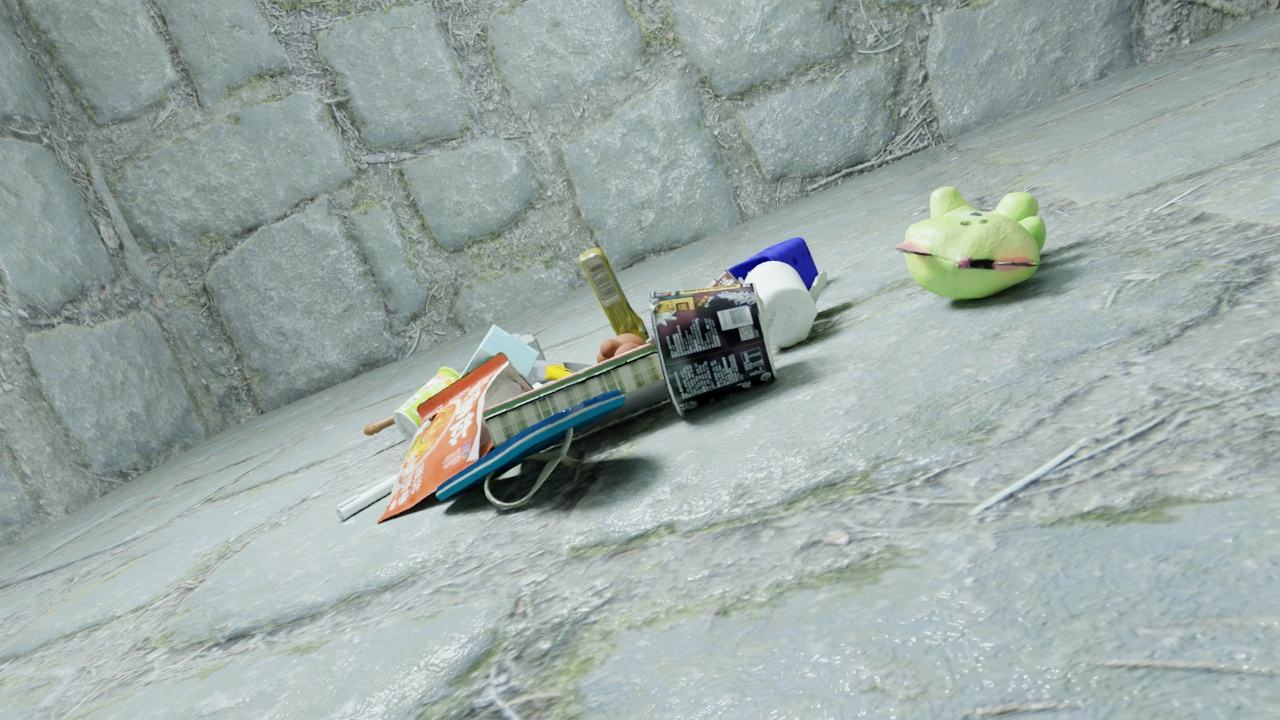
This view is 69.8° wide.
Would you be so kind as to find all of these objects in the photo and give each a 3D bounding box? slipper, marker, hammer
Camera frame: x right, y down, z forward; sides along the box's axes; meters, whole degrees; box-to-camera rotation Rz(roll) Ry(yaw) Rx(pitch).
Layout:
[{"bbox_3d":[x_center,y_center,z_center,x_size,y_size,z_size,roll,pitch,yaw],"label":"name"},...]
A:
[{"bbox_3d":[-0.105,0.102,0.921,0.118,0.060,0.296,-25,-4,-47],"label":"slipper"},{"bbox_3d":[-0.334,0.166,1.190,0.017,0.020,0.133,1,24,44],"label":"marker"},{"bbox_3d":[-0.323,0.055,1.572,0.317,0.083,0.163,-26,10,-16],"label":"hammer"},{"bbox_3d":[-0.077,0.029,1.234,0.127,0.029,0.324,1,6,-26],"label":"hammer"}]

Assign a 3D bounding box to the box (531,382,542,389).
[{"bbox_3d":[-0.146,0.065,1.261,0.064,0.037,0.210,-28,12,-12],"label":"box"}]

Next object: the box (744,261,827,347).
[{"bbox_3d":[0.186,-0.072,1.123,0.126,0.085,0.155,11,26,-9],"label":"box"}]

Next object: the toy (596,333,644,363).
[{"bbox_3d":[-0.007,0.007,1.205,0.095,0.065,0.127,16,12,-24],"label":"toy"}]

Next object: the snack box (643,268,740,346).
[{"bbox_3d":[0.075,-0.051,1.175,0.141,0.031,0.051,-42,-27,11],"label":"snack box"}]

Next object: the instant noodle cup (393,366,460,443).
[{"bbox_3d":[-0.324,0.079,1.441,0.107,0.099,0.099,-39,17,-34],"label":"instant noodle cup"}]

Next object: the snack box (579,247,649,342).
[{"bbox_3d":[-0.036,-0.090,1.419,0.045,0.181,0.121,-27,9,3],"label":"snack box"}]

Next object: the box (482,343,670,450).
[{"bbox_3d":[-0.064,0.046,1.019,0.205,0.051,0.117,-23,-16,5],"label":"box"}]

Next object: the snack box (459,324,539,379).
[{"bbox_3d":[-0.209,0.030,1.269,0.175,0.075,0.053,-48,13,48],"label":"snack box"}]

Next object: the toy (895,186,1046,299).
[{"bbox_3d":[0.348,-0.117,0.967,0.150,0.107,0.196,10,35,28],"label":"toy"}]

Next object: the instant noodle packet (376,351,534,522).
[{"bbox_3d":[-0.228,0.105,1.128,0.165,0.084,0.220,-30,21,21],"label":"instant noodle packet"}]

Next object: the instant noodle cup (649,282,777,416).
[{"bbox_3d":[0.080,-0.019,0.965,0.112,0.137,0.137,-12,12,10],"label":"instant noodle cup"}]

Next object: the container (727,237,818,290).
[{"bbox_3d":[0.199,-0.124,1.356,0.085,0.084,0.113,-16,11,40],"label":"container"}]
